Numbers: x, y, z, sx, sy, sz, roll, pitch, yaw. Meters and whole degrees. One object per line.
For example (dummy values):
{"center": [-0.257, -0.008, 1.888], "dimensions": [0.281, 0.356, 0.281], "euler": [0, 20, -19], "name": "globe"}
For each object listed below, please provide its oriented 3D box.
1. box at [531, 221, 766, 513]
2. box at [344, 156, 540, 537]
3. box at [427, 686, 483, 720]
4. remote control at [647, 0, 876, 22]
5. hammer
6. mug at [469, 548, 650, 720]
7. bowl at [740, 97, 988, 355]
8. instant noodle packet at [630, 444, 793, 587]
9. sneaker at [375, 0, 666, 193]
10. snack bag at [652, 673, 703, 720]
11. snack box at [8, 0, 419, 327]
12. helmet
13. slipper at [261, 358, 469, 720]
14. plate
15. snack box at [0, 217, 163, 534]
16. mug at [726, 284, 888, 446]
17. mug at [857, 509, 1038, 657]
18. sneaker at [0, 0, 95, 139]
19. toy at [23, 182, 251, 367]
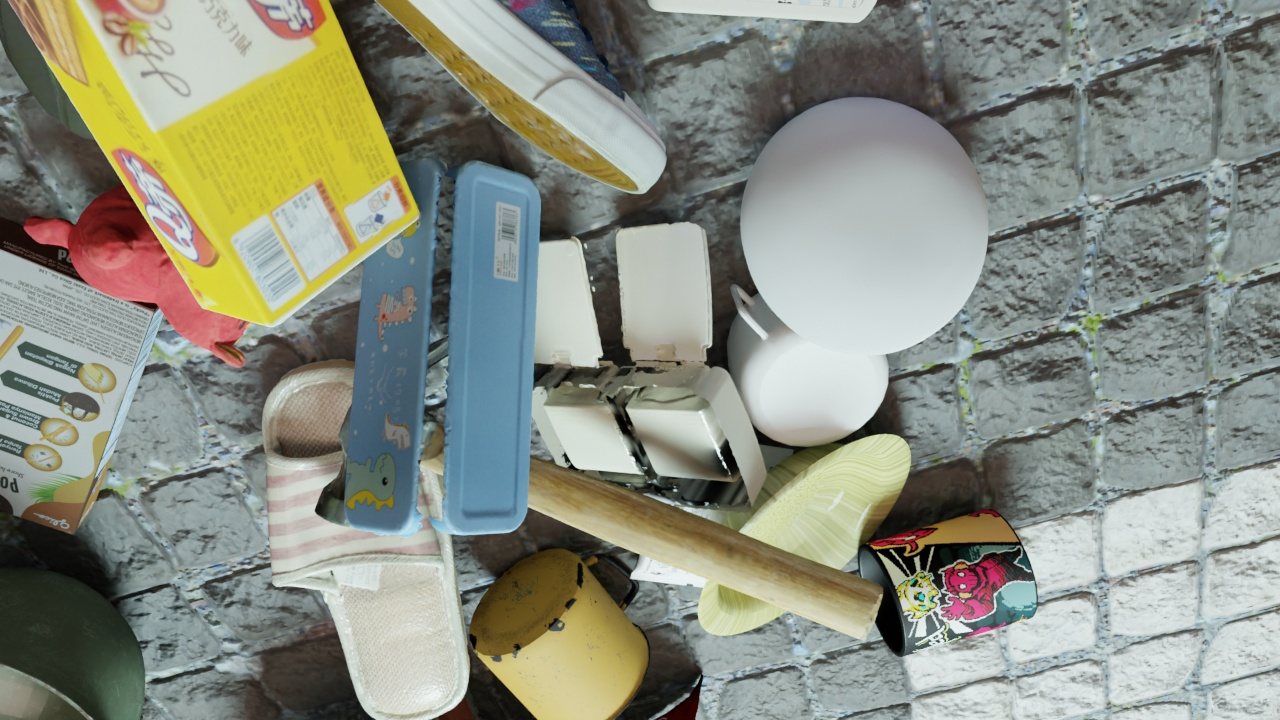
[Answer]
{"center": [-0.006, 0.008, 0.564], "dimensions": [0.145, 0.057, 0.188], "euler": [2, 119, 34], "name": "box"}
{"center": [-0.110, -0.006, 0.523], "dimensions": [0.086, 0.072, 0.209], "euler": [-1, 82, 33], "name": "box"}
{"center": [-0.171, 0.251, 0.708], "dimensions": [0.070, 0.056, 0.187], "euler": [-32, 124, -24], "name": "box"}
{"center": [0.065, -0.204, 0.489], "dimensions": [0.125, 0.018, 0.038], "euler": [2, 119, -4], "name": "remote control"}
{"center": [-0.021, 0.086, 0.542], "dimensions": [0.330, 0.033, 0.132], "euler": [20, 85, 7], "name": "hammer"}
{"center": [-0.052, 0.193, 0.667], "dimensions": [0.123, 0.101, 0.094], "euler": [-47, 119, -25], "name": "mug"}
{"center": [0.134, -0.078, 0.512], "dimensions": [0.149, 0.043, 0.149], "euler": [0, 90, -10], "name": "bowl"}
{"center": [0.050, 0.113, 0.663], "dimensions": [0.087, 0.026, 0.134], "euler": [9, 118, -10], "name": "instant noodle packet"}
{"center": [-0.070, -0.182, 0.466], "dimensions": [0.235, 0.087, 0.079], "euler": [39, 85, -21], "name": "sneaker"}
{"center": [-0.030, 0.348, 0.735], "dimensions": [0.208, 0.138, 0.066], "euler": [-39, 90, 22], "name": "snack bag"}
{"center": [-0.195, -0.140, 0.414], "dimensions": [0.062, 0.109, 0.230], "euler": [13, 135, 34], "name": "snack box"}
{"center": [-0.438, 0.241, 0.621], "dimensions": [0.227, 0.153, 0.268], "euler": [22, 111, -15], "name": "helmet"}
{"center": [-0.180, 0.130, 0.604], "dimensions": [0.115, 0.052, 0.263], "euler": [-13, 104, -4], "name": "slipper"}
{"center": [0.104, 0.111, 0.632], "dimensions": [0.184, 0.036, 0.185], "euler": [-25, 141, -23], "name": "plate"}
{"center": [-0.374, 0.016, 0.569], "dimensions": [0.101, 0.031, 0.186], "euler": [25, 115, -18], "name": "snack box"}
{"center": [0.097, -0.004, 0.575], "dimensions": [0.094, 0.068, 0.115], "euler": [-41, 115, 17], "name": "mug"}
{"center": [0.221, 0.169, 0.681], "dimensions": [0.098, 0.081, 0.118], "euler": [-15, 152, -4], "name": "mug"}
{"center": [-0.323, -0.208, 0.407], "dimensions": [0.143, 0.101, 0.238], "euler": [-8, 119, 1], "name": "sneaker"}
{"center": [-0.275, -0.046, 0.512], "dimensions": [0.133, 0.088, 0.094], "euler": [9, 122, -9], "name": "toy"}
